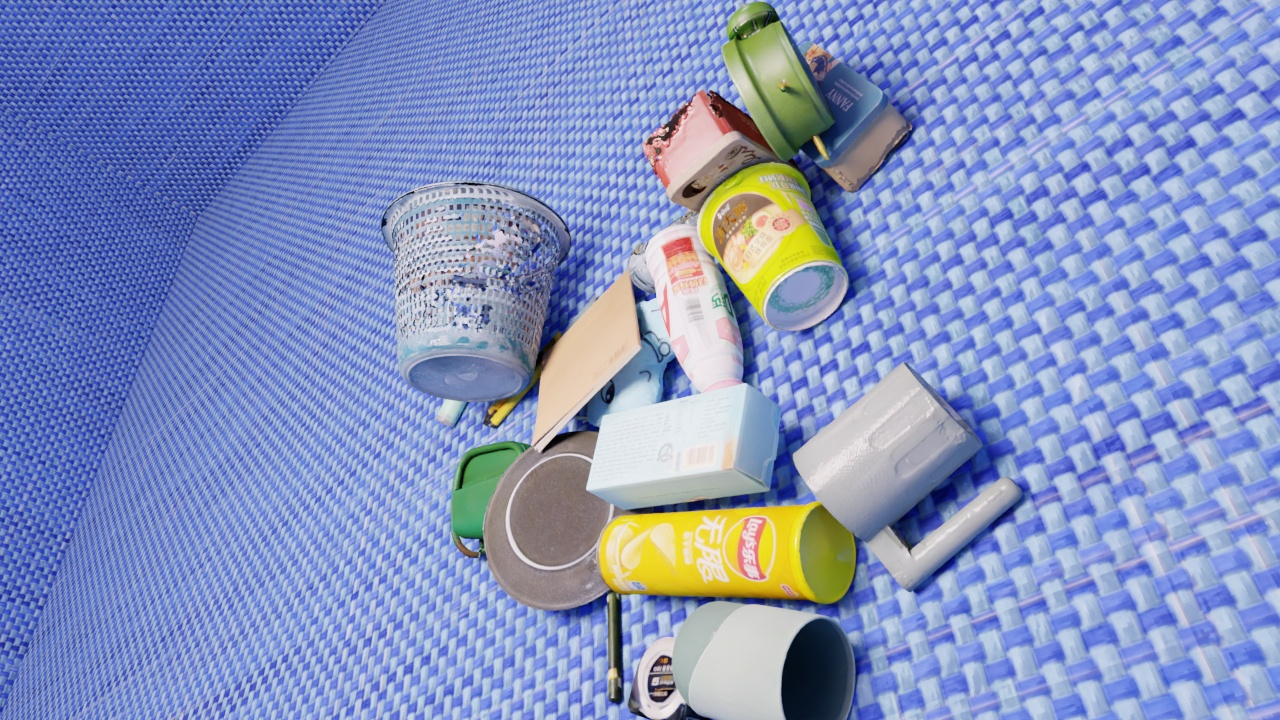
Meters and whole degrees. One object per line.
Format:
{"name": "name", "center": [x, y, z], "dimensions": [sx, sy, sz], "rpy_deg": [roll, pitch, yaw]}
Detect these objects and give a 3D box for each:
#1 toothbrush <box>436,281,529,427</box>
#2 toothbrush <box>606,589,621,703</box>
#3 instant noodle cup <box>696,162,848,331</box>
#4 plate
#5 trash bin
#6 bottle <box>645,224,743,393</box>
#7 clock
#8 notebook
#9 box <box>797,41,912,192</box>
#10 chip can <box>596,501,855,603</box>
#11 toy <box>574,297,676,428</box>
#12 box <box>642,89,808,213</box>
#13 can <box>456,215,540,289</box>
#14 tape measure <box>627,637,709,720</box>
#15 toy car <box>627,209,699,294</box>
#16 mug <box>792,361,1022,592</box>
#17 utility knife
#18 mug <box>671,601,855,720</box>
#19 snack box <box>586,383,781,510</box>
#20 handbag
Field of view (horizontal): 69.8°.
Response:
{"name": "toothbrush", "center": [-0.203, -0.016, 1.202], "dimensions": [0.027, 0.026, 0.224], "rpy_deg": [18, 77, 49]}
{"name": "toothbrush", "center": [-0.027, 0.215, 0.824], "dimensions": [0.017, 0.012, 0.185], "rpy_deg": [-38, 39, 34]}
{"name": "instant noodle cup", "center": [0.123, -0.094, 0.810], "dimensions": [0.112, 0.111, 0.123], "rpy_deg": [-42, 45, 21]}
{"name": "plate", "center": [-0.073, 0.144, 0.863], "dimensions": [0.180, 0.024, 0.179], "rpy_deg": [-11, 58, 18]}
{"name": "trash bin", "center": [-0.197, -0.065, 1.070], "dimensions": [0.227, 0.226, 0.194], "rpy_deg": [-22, 57, 39]}
{"name": "bottle", "center": [0.057, -0.036, 0.861], "dimensions": [0.068, 0.068, 0.196], "rpy_deg": [-35, 53, 28]}
{"name": "clock", "center": [0.121, -0.252, 0.819], "dimensions": [0.056, 0.116, 0.161], "rpy_deg": [-27, 48, 20]}
{"name": "notebook", "center": [-0.057, -0.008, 0.965], "dimensions": [0.150, 0.012, 0.211], "rpy_deg": [-45, 20, 16]}
{"name": "box", "center": [0.182, -0.233, 0.879], "dimensions": [0.090, 0.061, 0.184], "rpy_deg": [-48, 34, 14]}
{"name": "chip can", "center": [0.059, 0.150, 0.718], "dimensions": [0.214, 0.072, 0.072], "rpy_deg": [-12, 55, 45]}
{"name": "toy", "center": [-0.005, 0.005, 0.928], "dimensions": [0.156, 0.050, 0.161], "rpy_deg": [-37, 40, 16]}
{"name": "box", "center": [0.077, -0.187, 0.861], "dimensions": [0.091, 0.168, 0.077], "rpy_deg": [-38, 67, 24]}
{"name": "can", "center": [-0.201, -0.149, 1.279], "dimensions": [0.135, 0.053, 0.053], "rpy_deg": [-32, 42, 31]}
{"name": "tape measure", "center": [0.028, 0.251, 0.713], "dimensions": [0.066, 0.033, 0.066], "rpy_deg": [-1, 65, 48]}
{"name": "toy car", "center": [0.040, -0.116, 0.963], "dimensions": [0.121, 0.054, 0.036], "rpy_deg": [-35, 38, 27]}
{"name": "mug", "center": [0.183, 0.078, 0.633], "dimensions": [0.103, 0.083, 0.124], "rpy_deg": [-45, 63, 15]}
{"name": "utility knife", "center": [-0.122, 0.002, 1.099], "dimensions": [0.215, 0.015, 0.033], "rpy_deg": [-48, 38, 12]}
{"name": "mug", "center": [0.083, 0.226, 0.635], "dimensions": [0.107, 0.082, 0.111], "rpy_deg": [-7, 90, 47]}
{"name": "snack box", "center": [0.034, 0.076, 0.772], "dimensions": [0.175, 0.051, 0.074], "rpy_deg": [-15, 51, 43]}
{"name": "handbag", "center": [-0.145, 0.149, 0.978], "dimensions": [0.132, 0.068, 0.120], "rpy_deg": [-13, 62, 44]}
